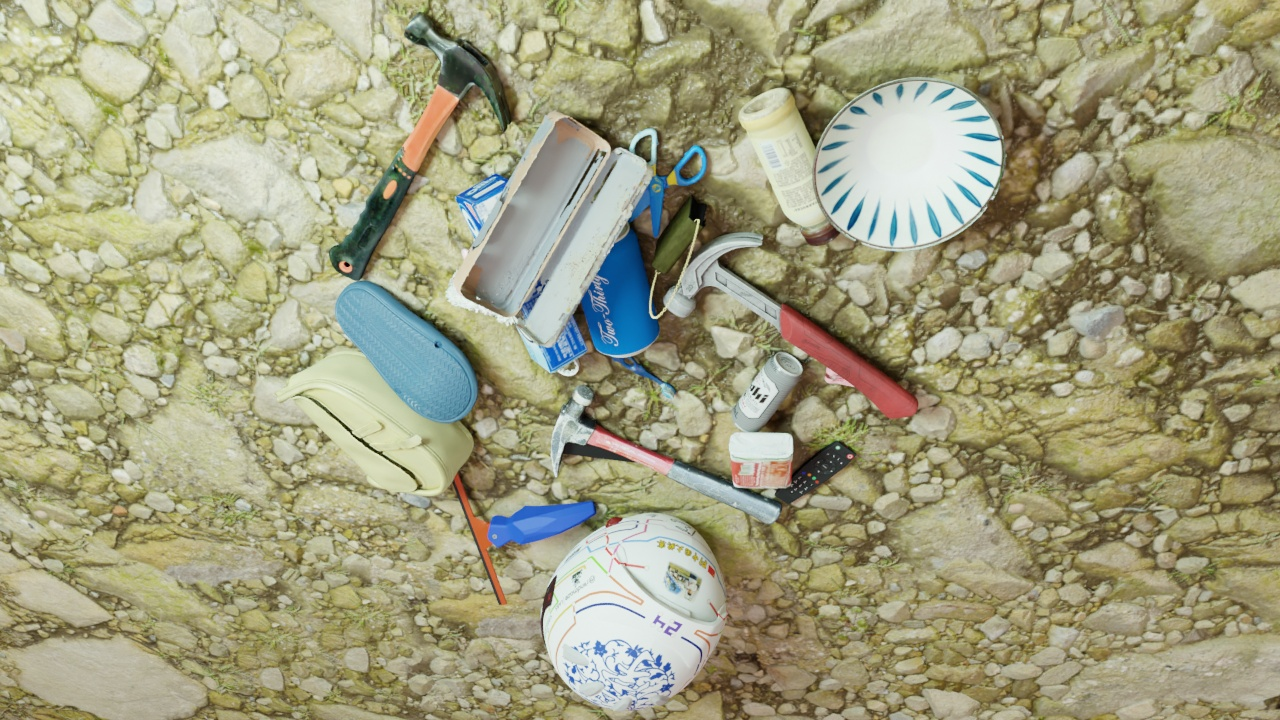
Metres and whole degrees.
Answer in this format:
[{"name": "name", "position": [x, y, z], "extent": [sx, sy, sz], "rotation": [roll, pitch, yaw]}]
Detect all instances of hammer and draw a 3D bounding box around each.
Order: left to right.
[{"name": "hammer", "position": [-0.261, -0.206, 1.005], "extent": [0.133, 0.033, 0.334], "rotation": [33, 126, -16]}, {"name": "hammer", "position": [0.034, 0.148, 1.216], "extent": [0.326, 0.036, 0.141], "rotation": [24, 125, -9]}, {"name": "hammer", "position": [0.189, -0.030, 1.044], "extent": [0.315, 0.036, 0.126], "rotation": [33, 122, -9]}]

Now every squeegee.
[{"name": "squeegee", "position": [-0.153, 0.230, 1.292], "extent": [0.185, 0.055, 0.249], "rotation": [-14, 109, 5]}]

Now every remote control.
[{"name": "remote control", "position": [0.226, 0.147, 1.197], "extent": [0.039, 0.010, 0.125], "rotation": [34, 124, -15]}]

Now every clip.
[{"name": "clip", "position": [0.249, 0.015, 1.089], "extent": [0.058, 0.022, 0.037], "rotation": [5, 130, 8]}]

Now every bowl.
[{"name": "bowl", "position": [0.257, -0.201, 0.896], "extent": [0.177, 0.070, 0.178], "rotation": [4, 127, 6]}]

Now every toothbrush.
[{"name": "toothbrush", "position": [-0.007, 0.007, 1.128], "extent": [0.132, 0.016, 0.021], "rotation": [37, 121, -18]}]

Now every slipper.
[{"name": "slipper", "position": [-0.282, -0.016, 1.133], "extent": [0.104, 0.059, 0.213], "rotation": [-41, 97, 23]}]

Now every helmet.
[{"name": "helmet", "position": [-0.018, 0.357, 1.251], "extent": [0.231, 0.235, 0.315], "rotation": [31, 125, -11]}]

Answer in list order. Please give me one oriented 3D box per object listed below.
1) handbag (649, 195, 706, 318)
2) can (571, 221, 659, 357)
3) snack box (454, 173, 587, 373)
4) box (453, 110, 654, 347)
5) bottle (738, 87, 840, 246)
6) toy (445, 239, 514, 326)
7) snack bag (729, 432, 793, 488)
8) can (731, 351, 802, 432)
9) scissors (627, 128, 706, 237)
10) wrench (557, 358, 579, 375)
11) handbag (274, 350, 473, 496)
[{"name": "handbag", "position": [0.036, -0.099, 0.941], "extent": [0.027, 0.177, 0.084], "rotation": [30, 125, -13]}, {"name": "can", "position": [-0.030, -0.080, 1.028], "extent": [0.079, 0.078, 0.146], "rotation": [-6, 125, 13]}, {"name": "snack box", "position": [-0.129, -0.093, 1.025], "extent": [0.059, 0.059, 0.226], "rotation": [-32, 125, -16]}, {"name": "box", "position": [-0.092, -0.134, 0.933], "extent": [0.105, 0.096, 0.216], "rotation": [27, 98, -29]}, {"name": "bottle", "position": [0.156, -0.191, 0.929], "extent": [0.057, 0.056, 0.162], "rotation": [-19, 121, 22]}, {"name": "toy", "position": [-0.179, -0.093, 1.068], "extent": [0.095, 0.041, 0.109], "rotation": [17, 125, -4]}, {"name": "snack bag", "position": [0.152, 0.127, 1.151], "extent": [0.077, 0.036, 0.116], "rotation": [0, 153, 8]}, {"name": "can", "position": [0.152, 0.040, 1.109], "extent": [0.044, 0.043, 0.107], "rotation": [25, 126, -9]}, {"name": "scissors", "position": [0.009, -0.190, 0.981], "extent": [0.105, 0.019, 0.132], "rotation": [36, 123, -12]}, {"name": "wrench", "position": [-0.113, -0.093, 1.076], "extent": [0.047, 0.009, 0.274], "rotation": [-4, 125, 12]}, {"name": "handbag", "position": [-0.350, 0.090, 1.203], "extent": [0.191, 0.088, 0.233], "rotation": [-24, 118, 31]}]
